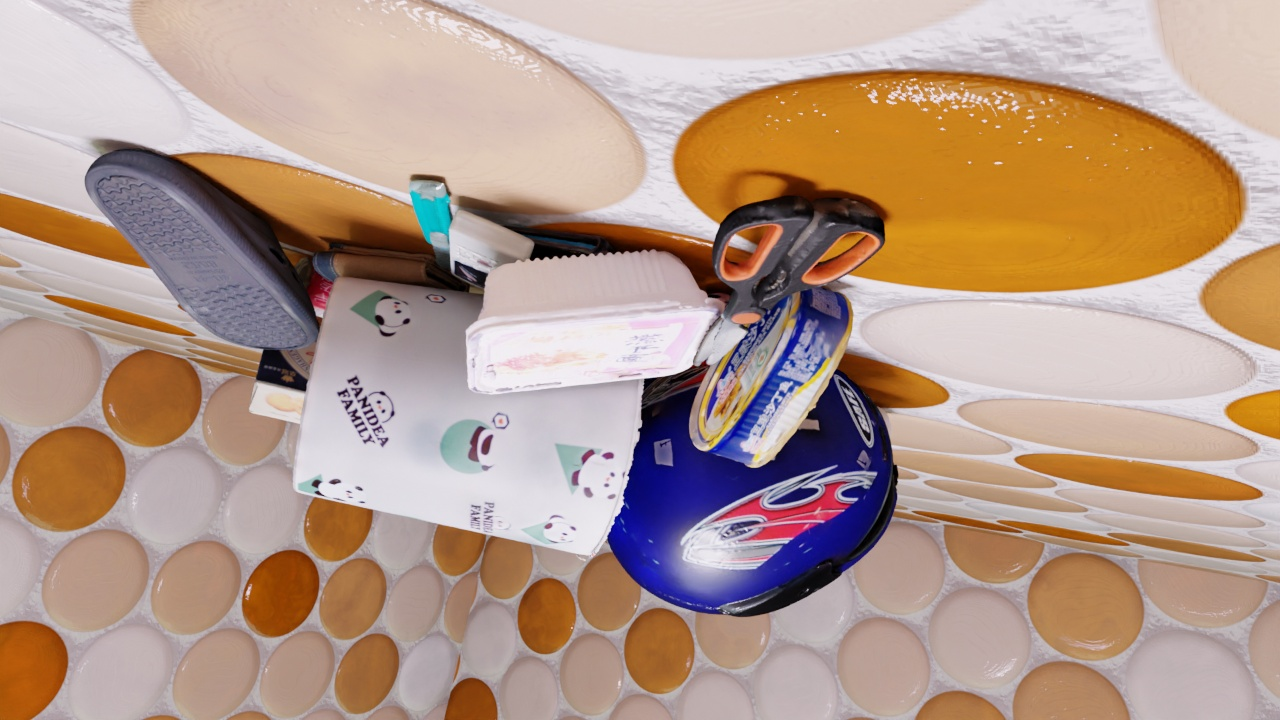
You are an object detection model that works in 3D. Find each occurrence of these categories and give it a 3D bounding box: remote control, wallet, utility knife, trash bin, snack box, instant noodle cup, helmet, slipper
[{"bbox_3d":[-0.114,-0.075,0.685,0.058,0.021,0.150,23,169,-7],"label":"remote control"},{"bbox_3d":[-0.050,-0.071,0.700,0.096,0.020,0.122,9,167,19],"label":"wallet"},{"bbox_3d":[-0.225,-0.078,0.833,0.115,0.033,0.090,8,172,18],"label":"wallet"},{"bbox_3d":[-0.152,-0.096,0.694,0.029,0.013,0.223,13,170,-6],"label":"utility knife"},{"bbox_3d":[-0.150,0.040,0.791,0.251,0.229,0.230,12,171,-15],"label":"trash bin"},{"bbox_3d":[-0.301,-0.001,0.965,0.177,0.182,0.046,17,128,-24],"label":"snack box"},{"bbox_3d":[-0.039,-0.030,0.653,0.173,0.060,0.138,-7,161,-13],"label":"instant noodle cup"},{"bbox_3d":[0.115,0.102,0.861,0.315,0.247,0.241,-15,157,-15],"label":"helmet"},{"bbox_3d":[-0.351,-0.098,0.782,0.111,0.083,0.268,2,150,11],"label":"slipper"}]

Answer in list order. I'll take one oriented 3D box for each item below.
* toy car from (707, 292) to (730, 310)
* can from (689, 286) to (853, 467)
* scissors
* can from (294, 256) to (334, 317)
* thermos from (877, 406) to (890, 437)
[{"bbox_3d":[0.059,-0.032,0.730,0.056,0.037,0.123,19,169,-25],"label":"toy car"},{"bbox_3d":[0.090,0.009,0.654,0.049,0.148,0.074,18,-152,-22],"label":"can"},{"bbox_3d":[0.055,-0.041,0.570,0.142,0.021,0.236,11,156,-32],"label":"scissors"},{"bbox_3d":[-0.288,-0.060,0.941,0.132,0.053,0.053,20,167,-37],"label":"can"},{"bbox_3d":[0.198,0.088,1.106,0.073,0.073,0.225,19,161,-34],"label":"thermos"}]
